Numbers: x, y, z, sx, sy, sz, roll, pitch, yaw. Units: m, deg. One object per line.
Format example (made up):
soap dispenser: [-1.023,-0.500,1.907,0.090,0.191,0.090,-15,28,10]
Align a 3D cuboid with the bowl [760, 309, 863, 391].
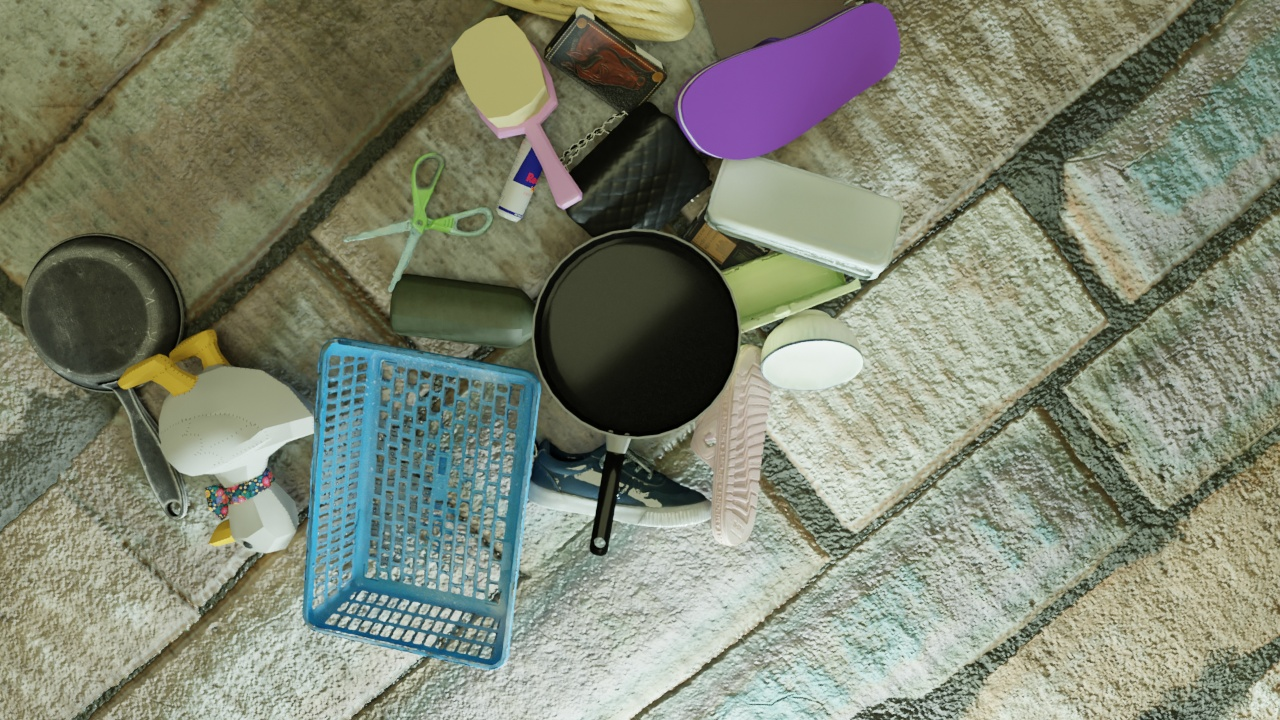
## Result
bowl: [0.198,-0.018,1.077,0.118,0.118,0.062,2,60,-3]

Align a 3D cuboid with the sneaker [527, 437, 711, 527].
sneaker: [-0.026,0.142,1.108,0.235,0.089,0.087,9,97,0]

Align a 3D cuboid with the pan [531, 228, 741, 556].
pan: [-0.016,0.036,1.001,0.225,0.034,0.356,10,92,5]

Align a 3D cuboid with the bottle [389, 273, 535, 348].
bottle: [-0.180,-0.053,1.064,0.207,0.071,0.071,7,102,-3]

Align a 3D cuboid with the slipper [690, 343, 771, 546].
slipper: [0.102,0.098,1.093,0.064,0.094,0.239,4,90,36]

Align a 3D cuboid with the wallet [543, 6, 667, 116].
wallet: [-0.037,-0.323,1.001,0.123,0.019,0.072,27,126,-31]

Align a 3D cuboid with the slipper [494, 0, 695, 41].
slipper: [-0.062,-0.411,0.965,0.261,0.111,0.079,15,80,11]

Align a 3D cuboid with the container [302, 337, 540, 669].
container: [-0.250,0.160,1.082,0.257,0.089,0.362,10,102,7]

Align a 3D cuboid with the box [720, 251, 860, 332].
box: [0.145,-0.085,1.053,0.188,0.091,0.083,-21,87,-1]

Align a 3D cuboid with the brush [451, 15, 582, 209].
brush: [-0.126,-0.265,0.984,0.089,0.043,0.228,-29,74,4]

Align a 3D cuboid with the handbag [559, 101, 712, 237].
handbag: [-0.010,-0.203,1.043,0.154,0.114,0.125,-45,124,4]

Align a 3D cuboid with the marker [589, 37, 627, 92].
marker: [-0.026,-0.362,1.025,0.027,0.023,0.133,32,100,-30]

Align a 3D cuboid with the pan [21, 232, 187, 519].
pan: [-0.611,0.027,1.085,0.187,0.055,0.357,-14,98,1]

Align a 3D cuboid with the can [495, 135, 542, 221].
can: [-0.135,-0.207,1.050,0.032,0.032,0.095,23,101,-7]

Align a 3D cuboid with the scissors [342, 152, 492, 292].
scissors: [-0.244,-0.153,1.038,0.159,0.025,0.171,22,80,-25]

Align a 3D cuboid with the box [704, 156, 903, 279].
box: [0.179,-0.161,1.000,0.215,0.122,0.083,17,130,-2]

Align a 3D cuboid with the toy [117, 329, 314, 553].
toy: [-0.461,0.097,1.052,0.247,0.140,0.267,-25,103,28]

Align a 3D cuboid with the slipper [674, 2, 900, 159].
slipper: [0.150,-0.304,1.002,0.266,0.084,0.107,-30,114,-12]

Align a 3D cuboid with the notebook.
notebook: [0.159,-0.396,1.025,0.172,0.022,0.209,-21,102,4]

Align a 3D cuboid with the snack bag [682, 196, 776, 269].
snack bag: [0.130,-0.131,1.083,0.155,0.018,0.075,36,98,-9]
